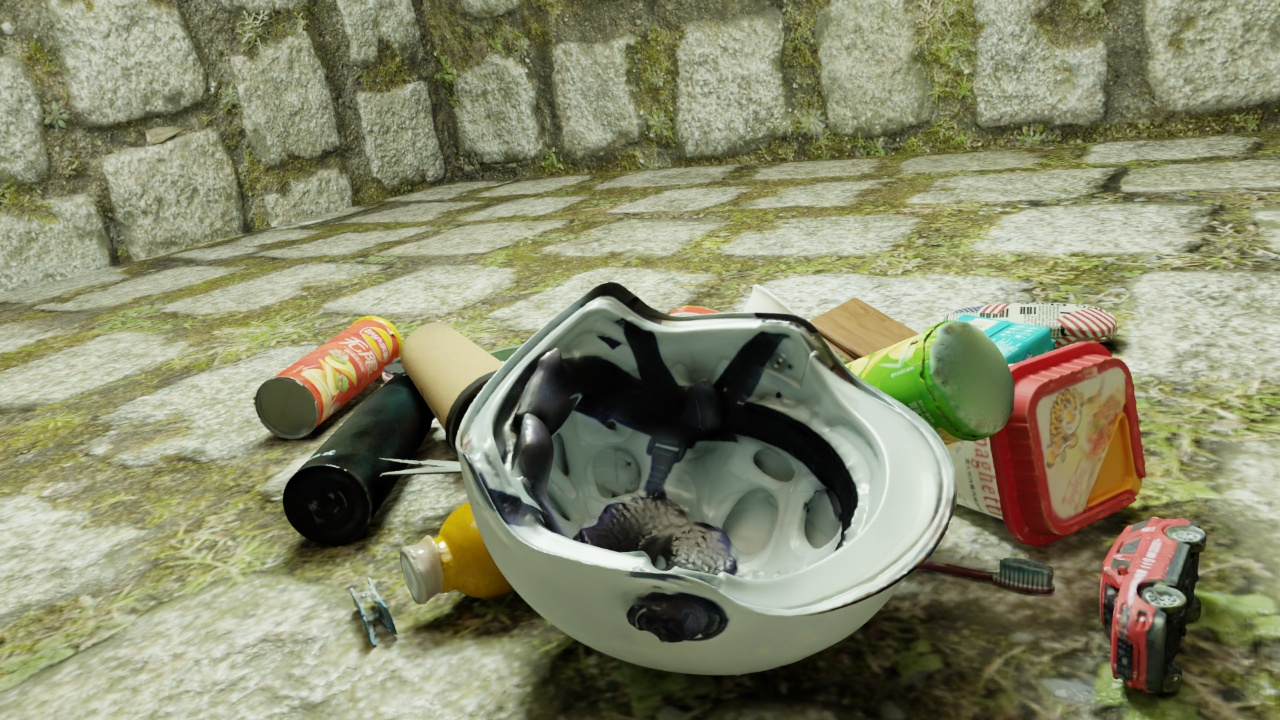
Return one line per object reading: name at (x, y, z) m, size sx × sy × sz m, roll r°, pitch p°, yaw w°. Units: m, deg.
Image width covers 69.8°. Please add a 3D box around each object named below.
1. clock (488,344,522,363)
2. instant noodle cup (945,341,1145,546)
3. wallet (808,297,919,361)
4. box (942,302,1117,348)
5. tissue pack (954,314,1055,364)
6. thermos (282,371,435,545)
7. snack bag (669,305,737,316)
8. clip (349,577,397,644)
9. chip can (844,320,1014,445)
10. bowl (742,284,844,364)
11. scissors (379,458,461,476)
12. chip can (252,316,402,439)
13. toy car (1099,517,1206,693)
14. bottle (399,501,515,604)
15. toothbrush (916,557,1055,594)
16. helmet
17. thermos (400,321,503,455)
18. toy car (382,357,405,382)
clock at (-0.110, 0.026, 0.915) m, size 0.161 × 0.056 × 0.115 m, roll 6°, pitch 23°, yaw 35°
instant noodle cup at (0.249, 0.051, 0.619) m, size 0.116 × 0.116 × 0.124 m, roll -15°, pitch 8°, yaw -25°
wallet at (0.232, -0.020, 0.907) m, size 0.115 × 0.020 × 0.101 m, roll 37°, pitch 39°, yaw 24°
box at (0.392, -0.031, 0.929) m, size 0.164 × 0.051 × 0.068 m, roll 2°, pitch 9°, yaw 23°
tissue pack at (0.305, 0.002, 0.832) m, size 0.133 × 0.050 × 0.093 m, roll -23°, pitch 25°, yaw -39°
thermos at (-0.239, 0.081, 0.804) m, size 0.090 × 0.068 × 0.242 m, roll -36°, pitch 12°, yaw 11°
snack bag at (-0.005, 0.004, 0.764) m, size 0.129 × 0.073 × 0.207 m, roll -38°, pitch -11°, yaw 35°
clip at (-0.171, 0.158, 0.585) m, size 0.038 × 0.026 × 0.058 m, roll -24°, pitch 19°, yaw -24°
chip can at (0.138, 0.038, 0.605) m, size 0.072 × 0.072 × 0.222 m, roll -20°, pitch -6°, yaw -35°
bowl at (0.133, -0.011, 0.896) m, size 0.065 × 0.118 × 0.118 m, roll -47°, pitch 21°, yaw 1°
scissors at (-0.115, 0.086, 0.738) m, size 0.165 × 0.014 × 0.162 m, roll 12°, pitch 14°, yaw 21°
chip can at (-0.341, 0.015, 1.023) m, size 0.073 × 0.073 × 0.216 m, roll -4°, pitch 19°, yaw 11°
toy car at (0.262, 0.122, 0.473) m, size 0.045 × 0.053 × 0.120 m, roll 4°, pitch 18°, yaw 35°
bottle at (-0.064, 0.110, 0.613) m, size 0.189 × 0.068 × 0.068 m, roll -17°, pitch 20°, yaw -28°
toothbrush at (0.159, 0.120, 0.576) m, size 0.188 × 0.017 × 0.016 m, roll 5°, pitch 21°, yaw 33°
helmet at (0.028, 0.083, 0.519) m, size 0.259 × 0.146 × 0.228 m, roll 15°, pitch 39°, yaw 9°
thermos at (-0.158, 0.025, 0.829) m, size 0.092 × 0.093 × 0.143 m, roll -20°, pitch 42°, yaw -34°
toy car at (-0.230, 0.016, 1.034) m, size 0.122 × 0.037 × 0.056 m, roll -6°, pitch 15°, yaw -40°
